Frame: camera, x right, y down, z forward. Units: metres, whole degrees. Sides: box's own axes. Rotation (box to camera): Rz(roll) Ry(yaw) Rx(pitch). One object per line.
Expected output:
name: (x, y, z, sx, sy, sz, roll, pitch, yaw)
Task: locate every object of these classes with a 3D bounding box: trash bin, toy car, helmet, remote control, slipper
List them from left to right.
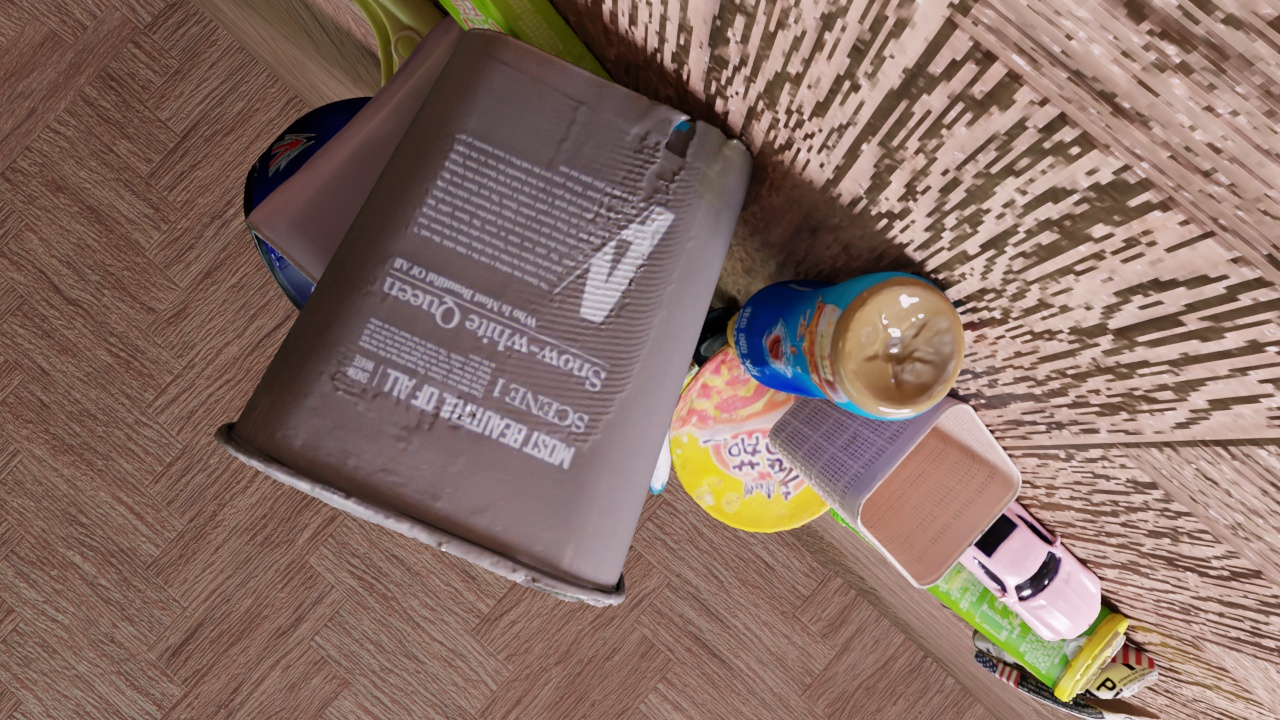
helmet: (-0.271, -0.150, 1.044, 0.316, 0.240, 0.246, 63, -162, -58)
slipper: (-0.158, -0.206, 0.665, 0.190, 0.081, 0.091, 47, 176, -25)
trash bin: (-0.060, -0.022, 0.471, 0.199, 0.219, 0.199, 24, 177, -3)
remote control: (0.067, -0.014, 0.760, 0.024, 0.053, 0.136, 68, -172, 28)
toy car: (0.245, 0.131, 0.587, 0.122, 0.056, 0.037, 42, -178, -5)

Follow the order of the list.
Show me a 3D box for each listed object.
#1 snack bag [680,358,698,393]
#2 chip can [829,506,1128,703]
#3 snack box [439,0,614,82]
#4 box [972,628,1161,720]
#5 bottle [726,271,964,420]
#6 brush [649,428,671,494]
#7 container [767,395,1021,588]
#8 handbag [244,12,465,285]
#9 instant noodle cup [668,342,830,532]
snack bag: (-0.001, -0.044, 0.909, 0.158, 0.068, 0.246, 42, 175, 5)
chip can: (0.241, 0.150, 0.683, 0.221, 0.072, 0.072, 38, 174, 35)
snack box: (-0.079, -0.190, 0.485, 0.156, 0.026, 0.086, 45, 175, -34)
box: (0.325, 0.251, 0.715, 0.164, 0.074, 0.081, -175, 70, -71)
bottle: (0.091, -0.012, 0.491, 0.065, 0.065, 0.219, 43, 176, -10)
brush: (-0.005, 0.005, 0.780, 0.109, 0.060, 0.315, 31, 143, 15)
container: (0.146, 0.059, 0.556, 0.090, 0.090, 0.111, 44, 178, -30)
handbag: (-0.130, -0.109, 0.593, 0.145, 0.197, 0.098, 44, 174, -23)
instant noodle cup: (0.091, 0.050, 0.699, 0.138, 0.138, 0.109, 42, -175, -2)
